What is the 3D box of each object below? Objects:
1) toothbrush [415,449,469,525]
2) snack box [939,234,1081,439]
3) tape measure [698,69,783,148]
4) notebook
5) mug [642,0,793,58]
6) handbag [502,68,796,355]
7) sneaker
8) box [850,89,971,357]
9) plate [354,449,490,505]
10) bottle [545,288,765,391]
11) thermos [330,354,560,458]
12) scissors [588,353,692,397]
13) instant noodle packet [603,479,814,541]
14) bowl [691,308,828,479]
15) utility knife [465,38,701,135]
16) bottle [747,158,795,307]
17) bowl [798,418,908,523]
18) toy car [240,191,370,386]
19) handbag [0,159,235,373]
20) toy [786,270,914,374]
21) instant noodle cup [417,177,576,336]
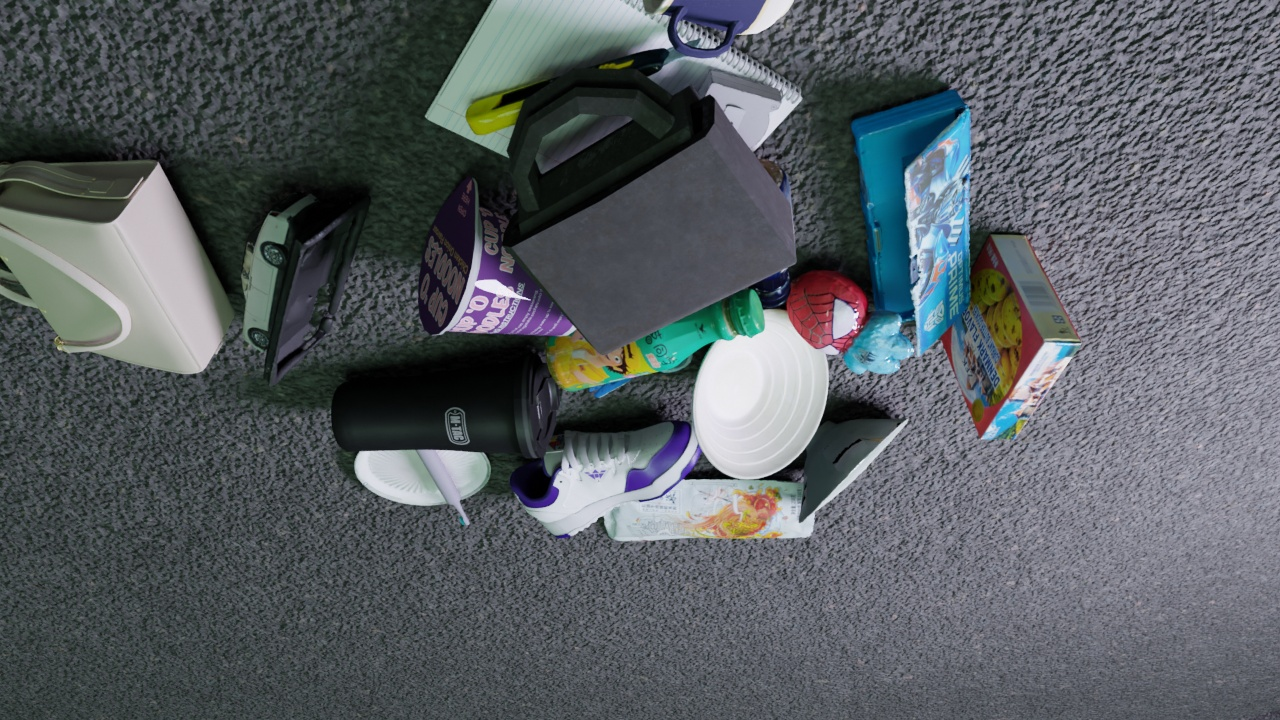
[{"bbox_3d":[-0.231,0.145,1.079,0.019,0.018,0.188,-8,139,5],"label":"toothbrush"},{"bbox_3d":[0.349,-0.022,0.883,0.040,0.142,0.145,0,139,-8],"label":"snack box"},{"bbox_3d":[0.072,-0.193,0.722,0.060,0.020,0.062,11,140,-17],"label":"tape measure"},{"bbox_3d":[-0.019,-0.204,0.728,0.245,0.013,0.178,21,135,-28],"label":"notebook"},{"bbox_3d":[0.056,-0.251,0.610,0.089,0.111,0.086,8,173,-19],"label":"mug"},{"bbox_3d":[-0.013,-0.130,0.708,0.198,0.102,0.199,-24,124,24],"label":"handbag"},{"bbox_3d":[-0.049,0.113,1.044,0.245,0.091,0.111,-32,124,27],"label":"sneaker"},{"bbox_3d":[0.253,-0.108,0.814,0.092,0.085,0.244,-15,139,8],"label":"box"},{"bbox_3d":[-0.255,0.124,1.079,0.157,0.014,0.157,-3,140,-3],"label":"plate"},{"bbox_3d":[0.013,-0.023,0.875,0.210,0.068,0.068,-14,140,23],"label":"bottle"},{"bbox_3d":[-0.198,0.052,0.943,0.219,0.105,0.106,-3,140,5],"label":"thermos"},{"bbox_3d":[-0.008,0.005,0.972,0.131,0.022,0.070,-23,138,24],"label":"scissors"},{"bbox_3d":[0.086,0.198,1.181,0.269,0.057,0.147,-2,138,3],"label":"instant noodle packet"},{"bbox_3d":[0.110,0.030,0.947,0.176,0.058,0.177,-8,105,-31],"label":"bowl"},{"bbox_3d":[-0.044,-0.208,0.689,0.188,0.028,0.020,-15,140,11],"label":"utility knife"},{"bbox_3d":[0.109,-0.108,0.818,0.056,0.056,0.161,-12,146,6],"label":"bottle"},{"bbox_3d":[0.228,0.109,1.071,0.174,0.068,0.174,-39,164,-14],"label":"bowl"},{"bbox_3d":[-0.307,-0.075,0.803,0.071,0.093,0.192,34,134,1],"label":"toy car"},{"bbox_3d":[-0.474,-0.081,0.767,0.198,0.101,0.195,5,140,6],"label":"handbag"},{"bbox_3d":[0.197,-0.034,0.884,0.133,0.062,0.092,38,154,10],"label":"toy"},{"bbox_3d":[-0.111,-0.078,0.800,0.121,0.122,0.137,11,110,-32],"label":"instant noodle cup"}]
